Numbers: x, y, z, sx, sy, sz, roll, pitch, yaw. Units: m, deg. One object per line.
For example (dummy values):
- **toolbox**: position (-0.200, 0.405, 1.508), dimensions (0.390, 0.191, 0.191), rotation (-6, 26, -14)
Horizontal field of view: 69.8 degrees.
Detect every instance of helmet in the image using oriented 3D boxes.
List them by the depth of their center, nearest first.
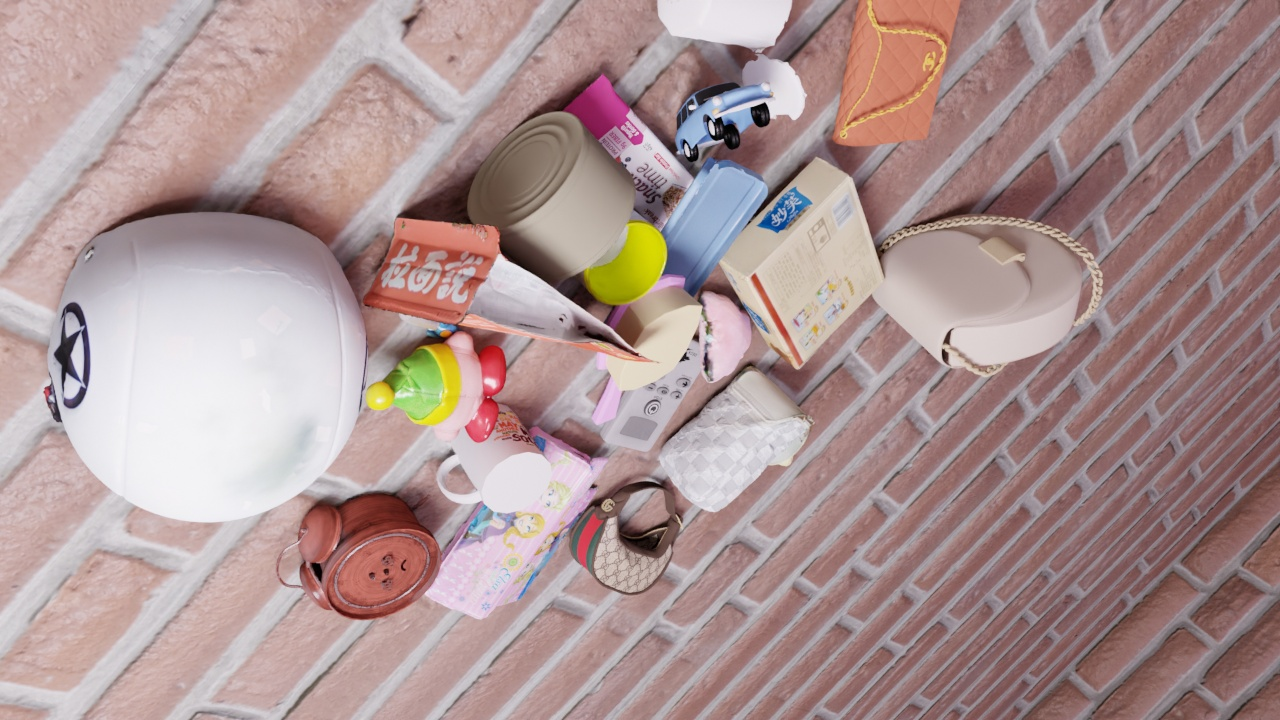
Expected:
- **helmet**: position (-0.323, 0.028, 0.715), dimensions (0.236, 0.163, 0.264), rotation (4, 119, -35)

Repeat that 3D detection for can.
- **can**: position (-0.077, -0.140, 0.783), dimensions (0.128, 0.128, 0.073), rotation (-46, 133, 3)

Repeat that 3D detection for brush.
- **brush**: position (-0.006, 0.006, 0.945), dimensions (0.089, 0.043, 0.229), rotation (-21, 151, -32)

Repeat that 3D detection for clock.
- **clock**: position (-0.284, 0.197, 0.926), dimensions (0.157, 0.072, 0.121), rotation (-9, 126, -30)

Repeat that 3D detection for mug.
- **mug**: position (-0.037, -0.111, 0.846), dimensions (0.082, 0.106, 0.083), rotation (-18, 130, -24)
- **mug**: position (-0.156, 0.106, 0.934), dimensions (0.105, 0.089, 0.073), rotation (-31, 134, -12)

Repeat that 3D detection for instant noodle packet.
- **instant noodle packet**: position (-0.103, -0.038, 0.805), dimensions (0.220, 0.165, 0.084), rotation (27, 79, -43)

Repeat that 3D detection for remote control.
- **remote control**: position (0.019, 0.037, 1.053), dimensions (0.074, 0.019, 0.151), rotation (18, 110, -41)

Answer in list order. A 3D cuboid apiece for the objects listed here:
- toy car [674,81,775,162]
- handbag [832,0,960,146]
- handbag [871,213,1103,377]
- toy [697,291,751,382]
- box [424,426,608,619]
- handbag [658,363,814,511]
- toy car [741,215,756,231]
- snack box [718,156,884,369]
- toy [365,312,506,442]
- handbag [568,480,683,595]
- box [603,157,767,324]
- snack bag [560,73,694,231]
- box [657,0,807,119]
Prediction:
- **toy car**: position (0.070, -0.220, 0.826), dimensions (0.056, 0.153, 0.055), rotation (-19, 94, -11)
- **handbag**: position (0.262, -0.310, 0.941), dimensions (0.108, 0.060, 0.172), rotation (-12, 127, -23)
- **handbag**: position (0.402, -0.083, 1.092), dimensions (0.208, 0.210, 0.103), rotation (-22, 132, -10)
- **toy**: position (0.095, -0.032, 1.029), dimensions (0.093, 0.050, 0.102), rotation (-21, 110, -53)
- **box**: position (-0.125, 0.195, 1.042), dimensions (0.158, 0.066, 0.231), rotation (25, 105, -43)
- **handbag**: position (0.114, 0.104, 1.106), dimensions (0.171, 0.112, 0.123), rotation (-41, 142, -3)
- **toy car**: position (0.098, -0.135, 0.973), dimensions (0.105, 0.033, 0.048), rotation (11, 113, -40)
- **snack box**: position (0.183, -0.101, 1.016), dimensions (0.153, 0.055, 0.207), rotation (-45, 144, -3)
- **toy**: position (-0.189, 0.018, 0.851), dimensions (0.131, 0.097, 0.124), rotation (12, 103, -25)
- **handbag**: position (-0.006, 0.218, 1.143), dimensions (0.138, 0.063, 0.166), rotation (-54, 137, -1)
- **box**: position (0.032, -0.109, 0.908), dimensions (0.120, 0.049, 0.210), rotation (-6, 140, -47)
- **snack bag**: position (-0.003, -0.184, 0.870), dimensions (0.070, 0.016, 0.196), rotation (-36, 137, 15)
- **box**: position (0.084, -0.284, 0.807), dimensions (0.136, 0.083, 0.144), rotation (-6, 98, -33)
